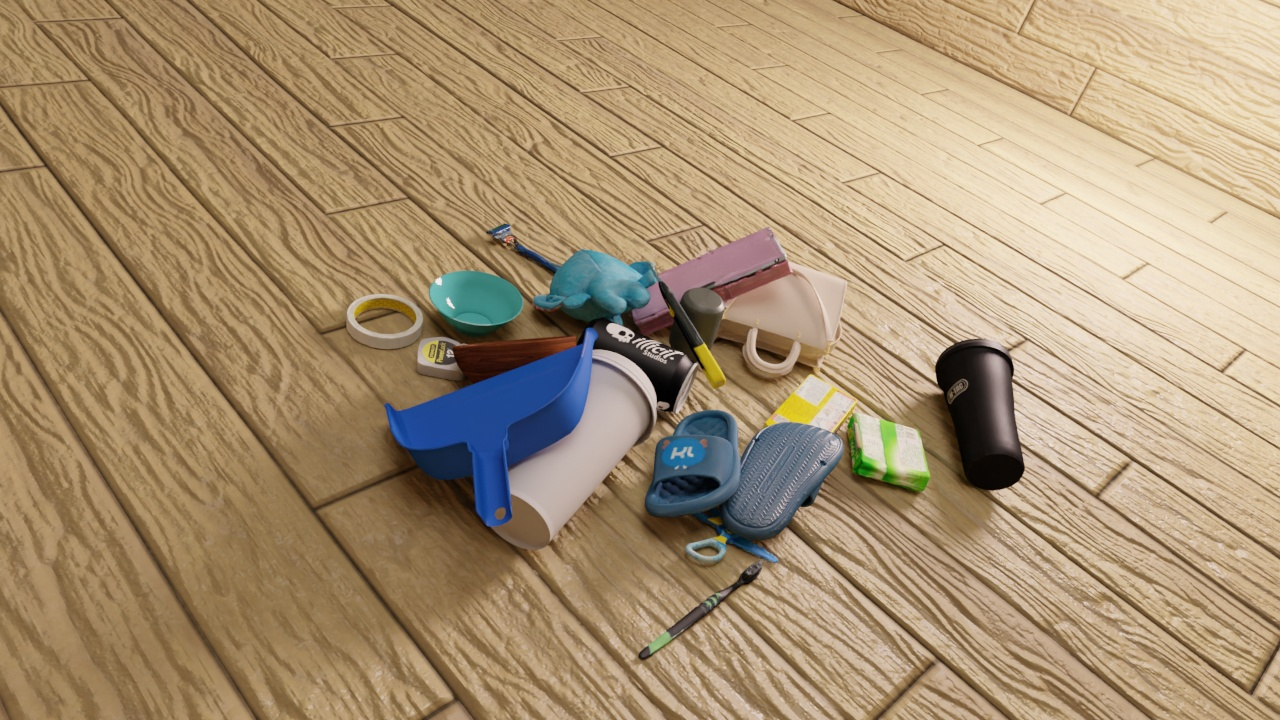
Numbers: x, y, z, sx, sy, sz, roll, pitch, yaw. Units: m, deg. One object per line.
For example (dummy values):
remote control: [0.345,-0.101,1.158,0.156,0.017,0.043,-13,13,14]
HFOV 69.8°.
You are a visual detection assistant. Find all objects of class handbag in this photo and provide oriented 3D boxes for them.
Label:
handbag: [0.192,-0.055,1.322,0.194,0.101,0.197,18,49,3]

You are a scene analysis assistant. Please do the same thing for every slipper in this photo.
slipper: [0.066,0.109,1.053,0.104,0.059,0.213,-5,26,18]
slipper: [0.161,0.139,1.076,0.104,0.059,0.213,23,42,25]

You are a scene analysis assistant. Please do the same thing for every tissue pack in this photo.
tissue pack: [0.317,0.116,1.183,0.099,0.034,0.113,17,36,-4]

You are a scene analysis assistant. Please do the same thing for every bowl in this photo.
bowl: [-0.218,-0.065,1.205,0.121,0.046,0.121,10,37,-8]
bowl: [-0.148,0.011,1.099,0.147,0.069,0.147,-5,3,0]

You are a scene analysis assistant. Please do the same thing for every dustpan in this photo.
dustpan: [-0.144,0.075,0.916,0.245,0.059,0.257,-20,40,2]

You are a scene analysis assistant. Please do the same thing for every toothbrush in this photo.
toothbrush: [0.065,0.250,0.930,0.187,0.017,0.014,-25,54,-40]

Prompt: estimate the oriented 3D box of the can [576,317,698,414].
can: [-0.007,0.007,1.163,0.146,0.080,0.080,24,37,10]

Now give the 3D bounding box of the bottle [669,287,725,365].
bottle: [0.072,-0.040,1.230,0.060,0.109,0.060,10,37,-8]

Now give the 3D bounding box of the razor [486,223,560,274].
razor: [-0.167,-0.161,1.373,0.141,0.018,0.043,35,40,18]

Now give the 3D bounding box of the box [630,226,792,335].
box: [0.091,-0.115,1.297,0.233,0.041,0.098,-22,44,5]

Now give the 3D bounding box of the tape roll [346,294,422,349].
tape roll: [-0.325,-0.050,1.168,0.094,0.019,0.093,10,37,-8]

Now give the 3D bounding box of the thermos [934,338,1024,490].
thermos: [0.466,0.072,1.248,0.106,0.106,0.218,15,42,-2]

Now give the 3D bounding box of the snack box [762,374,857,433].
snack box: [0.223,0.076,1.207,0.075,0.025,0.151,30,38,18]

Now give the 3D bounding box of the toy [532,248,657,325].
toy: [-0.045,-0.085,1.248,0.183,0.115,0.181,-19,27,-22]

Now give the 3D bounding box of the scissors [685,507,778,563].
scissors: [0.094,0.194,1.013,0.125,0.016,0.124,27,37,12]

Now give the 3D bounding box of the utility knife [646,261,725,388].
utility knife: [0.054,-0.050,1.179,0.020,0.029,0.197,-25,72,-10]

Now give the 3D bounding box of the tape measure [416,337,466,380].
tape measure: [-0.244,-0.004,1.140,0.065,0.017,0.064,9,37,-10]

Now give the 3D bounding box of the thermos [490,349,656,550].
thermos: [-0.078,0.096,0.994,0.131,0.132,0.221,25,45,12]
